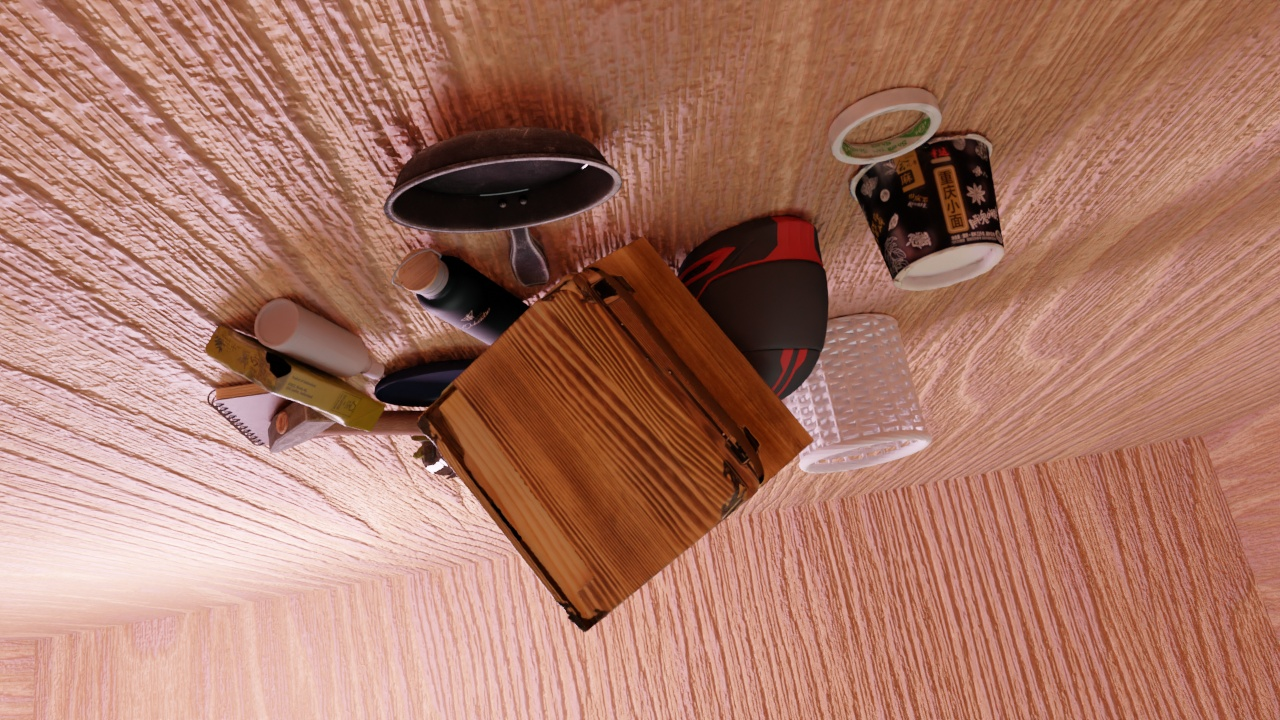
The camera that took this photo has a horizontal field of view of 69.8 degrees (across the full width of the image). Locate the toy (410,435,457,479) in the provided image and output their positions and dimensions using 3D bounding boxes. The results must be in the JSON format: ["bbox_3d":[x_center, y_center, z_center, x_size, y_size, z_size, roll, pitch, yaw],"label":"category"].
[{"bbox_3d":[-0.286,0.139,1.452,0.179,0.078,0.153,0,164,-29],"label":"toy"}]

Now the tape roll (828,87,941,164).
[{"bbox_3d":[0.212,-0.203,0.799,0.094,0.018,0.094,-9,162,-3],"label":"tape roll"}]

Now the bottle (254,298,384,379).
[{"bbox_3d":[-0.343,-0.013,1.016,0.052,0.052,0.195,-14,162,11],"label":"bottle"}]

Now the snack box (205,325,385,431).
[{"bbox_3d":[-0.384,0.023,1.023,0.121,0.045,0.181,27,174,23],"label":"snack box"}]

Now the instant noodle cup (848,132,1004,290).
[{"bbox_3d":[0.284,-0.137,0.886,0.137,0.112,0.137,-10,162,-3],"label":"instant noodle cup"}]

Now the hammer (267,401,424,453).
[{"bbox_3d":[-0.354,0.089,1.277,0.300,0.037,0.158,4,159,-43],"label":"hammer"}]

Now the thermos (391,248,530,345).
[{"bbox_3d":[-0.177,-0.062,0.942,0.061,0.061,0.231,-15,161,15],"label":"thermos"}]

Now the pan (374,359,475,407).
[{"bbox_3d":[-0.250,0.049,1.306,0.199,0.021,0.357,-9,165,1],"label":"pan"}]

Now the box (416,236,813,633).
[{"bbox_3d":[-0.030,0.071,0.918,0.262,0.279,0.270,-31,169,-39],"label":"box"}]

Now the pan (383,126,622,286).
[{"bbox_3d":[-0.110,-0.124,0.814,0.187,0.055,0.357,-9,174,-2],"label":"pan"}]

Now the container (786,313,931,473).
[{"bbox_3d":[0.308,0.052,1.346,0.189,0.186,0.189,-9,162,-3],"label":"container"}]

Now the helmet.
[{"bbox_3d":[0.117,-0.030,1.026,0.164,0.169,0.265,0,160,-28],"label":"helmet"}]

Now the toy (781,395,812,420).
[{"bbox_3d":[0.236,0.069,1.489,0.084,0.159,0.193,-50,162,27],"label":"toy"}]

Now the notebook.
[{"bbox_3d":[-0.469,0.069,1.243,0.167,0.024,0.226,-8,162,-10],"label":"notebook"}]
